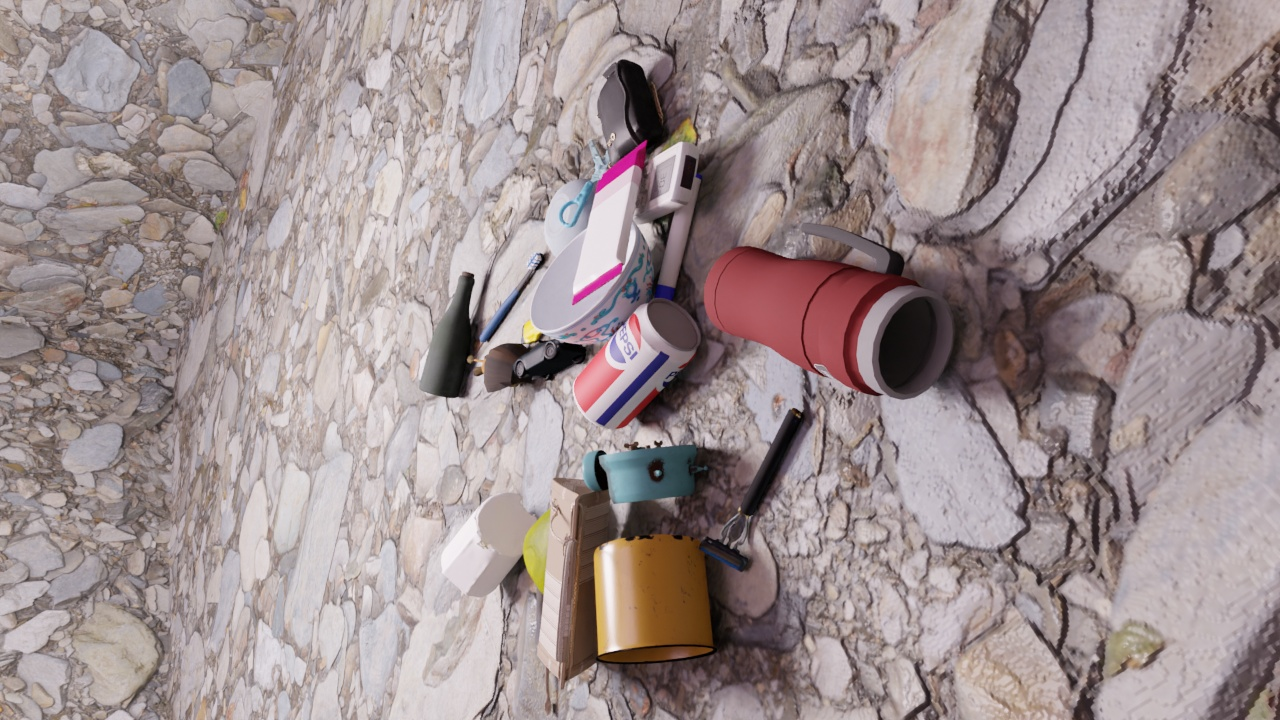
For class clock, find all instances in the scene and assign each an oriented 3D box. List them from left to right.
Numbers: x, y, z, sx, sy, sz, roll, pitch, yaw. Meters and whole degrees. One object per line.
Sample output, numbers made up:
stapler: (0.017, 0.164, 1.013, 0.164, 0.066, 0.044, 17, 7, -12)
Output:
clock: (-0.001, 0.102, 0.838, 0.124, 0.089, 0.053, -17, 76, 51)

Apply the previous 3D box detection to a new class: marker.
marker: (0.036, -0.115, 0.909, 0.020, 0.020, 0.141, 16, 94, 55)

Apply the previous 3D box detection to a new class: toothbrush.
toothbrush: (-0.169, -0.079, 1.187, 0.168, 0.014, 0.014, -49, 55, 34)
toothbrush: (-0.101, 0.281, 0.983, 0.024, 0.022, 0.185, 107, 160, -69)

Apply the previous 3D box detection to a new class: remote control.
remote control: (0.020, -0.174, 0.916, 0.139, 0.025, 0.060, 178, 104, -70)

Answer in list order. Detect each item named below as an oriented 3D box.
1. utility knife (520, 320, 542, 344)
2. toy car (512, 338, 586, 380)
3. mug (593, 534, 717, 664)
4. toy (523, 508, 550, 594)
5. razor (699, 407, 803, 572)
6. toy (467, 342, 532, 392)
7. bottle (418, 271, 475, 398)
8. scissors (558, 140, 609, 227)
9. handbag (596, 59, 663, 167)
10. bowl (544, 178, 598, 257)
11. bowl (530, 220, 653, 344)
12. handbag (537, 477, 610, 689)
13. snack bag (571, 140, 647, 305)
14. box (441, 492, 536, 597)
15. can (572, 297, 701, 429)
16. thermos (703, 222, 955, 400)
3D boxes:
utility knife: (-0.083, -0.061, 1.059, 0.224, 0.019, 0.030, -28, 64, 53)
toy car: (-0.105, -0.004, 1.049, 0.112, 0.046, 0.034, -26, 62, 50)
mug: (0.008, 0.208, 0.792, 0.124, 0.100, 0.094, 107, 160, -64)
toy: (-0.079, 0.188, 0.952, 0.110, 0.051, 0.090, -60, 41, 20)
razor: (0.098, 0.104, 0.758, 0.043, 0.022, 0.144, 28, 101, 11)
toy: (-0.175, 0.008, 1.131, 0.100, 0.062, 0.076, 8, 50, 41)
bottle: (-0.258, -0.037, 1.265, 0.055, 0.055, 0.174, 16, 92, 55)
scissors: (-0.055, -0.195, 1.027, 0.111, 0.015, 0.140, -25, 51, 8)
handbag: (-0.020, -0.266, 1.001, 0.079, 0.054, 0.128, -44, 49, 44)
bowl: (-0.080, -0.163, 1.065, 0.107, 0.039, 0.106, -21, 64, 50)
bowl: (-0.034, -0.067, 0.927, 0.144, 0.074, 0.143, -32, 36, 26)
handbag: (-0.061, 0.205, 0.819, 0.198, 0.062, 0.175, 162, 113, -88)
snack bag: (-0.028, -0.139, 0.904, 0.070, 0.016, 0.196, -31, 36, 37)
box: (-0.169, 0.207, 1.045, 0.080, 0.089, 0.144, 43, 120, 8)
can: (-0.005, 0.005, 0.885, 0.132, 0.070, 0.070, -47, 45, 36)
thermos: (0.137, -0.046, 0.690, 0.199, 0.083, 0.108, 27, 103, 56)
